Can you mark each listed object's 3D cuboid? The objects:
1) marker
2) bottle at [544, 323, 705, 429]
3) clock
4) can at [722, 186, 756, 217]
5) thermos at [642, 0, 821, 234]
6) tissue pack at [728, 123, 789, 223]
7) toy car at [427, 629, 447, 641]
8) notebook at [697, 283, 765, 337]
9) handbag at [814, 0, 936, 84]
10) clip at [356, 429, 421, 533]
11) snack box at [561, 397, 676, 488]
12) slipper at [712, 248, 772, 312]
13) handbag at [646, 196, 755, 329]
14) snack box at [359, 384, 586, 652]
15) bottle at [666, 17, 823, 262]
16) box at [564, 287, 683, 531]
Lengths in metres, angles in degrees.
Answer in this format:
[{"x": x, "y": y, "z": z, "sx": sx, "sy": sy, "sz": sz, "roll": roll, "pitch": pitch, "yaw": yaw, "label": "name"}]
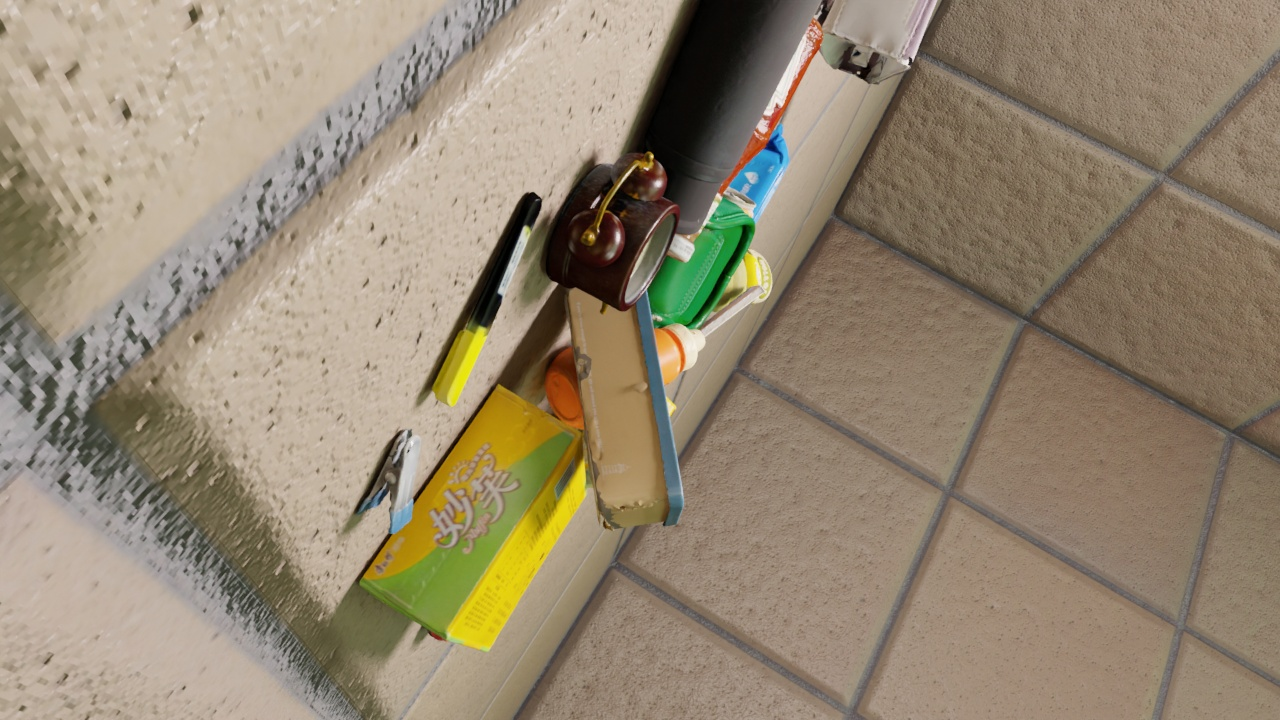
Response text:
[{"x": -0.081, "y": -0.032, "z": 0.488, "sx": 0.124, "sy": 0.015, "sz": 0.018, "roll": -64, "pitch": 172, "yaw": 11, "label": "marker"}, {"x": -0.004, "y": 0.004, "z": 0.745, "sx": 0.149, "sy": 0.067, "sz": 0.067, "roll": -23, "pitch": 150, "yaw": -36, "label": "bottle"}, {"x": -0.016, "y": -0.079, "z": 0.560, "sx": 0.082, "sy": 0.055, "sz": 0.122, "roll": -56, "pitch": 169, "yaw": -20, "label": "clock"}, {"x": 0.055, "y": -0.100, "z": 0.899, "sx": 0.146, "sy": 0.058, "sz": 0.058, "roll": -62, "pitch": 171, "yaw": 20, "label": "can"}, {"x": 0.062, "y": -0.202, "z": 0.583, "sx": 0.089, "sy": 0.068, "sz": 0.243, "roll": -78, "pitch": -166, "yaw": -58, "label": "thermos"}, {"x": 0.104, "y": -0.171, "z": 0.964, "sx": 0.157, "sy": 0.052, "sz": 0.095, "roll": -60, "pitch": 174, "yaw": 5, "label": "tissue pack"}, {"x": -0.154, "y": 0.204, "z": 0.830, "sx": 0.106, "sy": 0.031, "sz": 0.049, "roll": -60, "pitch": 173, "yaw": -8, "label": "toy car"}, {"x": 0.039, "y": -0.013, "z": 0.961, "sx": 0.209, "sy": 0.012, "sz": 0.150, "roll": -38, "pitch": -179, "yaw": 6, "label": "notebook"}, {"x": 0.224, "y": -0.349, "z": 0.786, "sx": 0.197, "sy": 0.098, "sz": 0.144, "roll": -66, "pitch": 171, "yaw": 10, "label": "handbag"}, {"x": -0.133, "y": 0.063, "z": 0.500, "sx": 0.058, "sy": 0.045, "sz": 0.027, "roll": -68, "pitch": 168, "yaw": 16, "label": "clip"}, {"x": -0.038, "y": 0.071, "z": 0.809, "sx": 0.141, "sy": 0.034, "sz": 0.086, "roll": -12, "pitch": -142, "yaw": 52, "label": "snack box"}, {"x": 0.117, "y": -0.107, "z": 1.104, "sx": 0.190, "sy": 0.081, "sz": 0.091, "roll": -42, "pitch": 128, "yaw": -83, "label": "slipper"}, {"x": 0.039, "y": -0.086, "z": 0.811, "sx": 0.131, "sy": 0.068, "sz": 0.120, "roll": -61, "pitch": 166, "yaw": 19, "label": "handbag"}, {"x": -0.110, "y": 0.126, "z": 0.674, "sx": 0.157, "sy": 0.070, "sz": 0.210, "roll": -57, "pitch": 172, "yaw": -17, "label": "snack box"}, {"x": 0.070, "y": -0.173, "z": 0.709, "sx": 0.206, "sy": 0.060, "sz": 0.059, "roll": -62, "pitch": 172, "yaw": 4, "label": "bottle"}, {"x": -0.012, "y": 0.034, "z": 0.629, "sx": 0.090, "sy": 0.059, "sz": 0.184, "roll": 96, "pitch": -17, "yaw": -72, "label": "box"}]
